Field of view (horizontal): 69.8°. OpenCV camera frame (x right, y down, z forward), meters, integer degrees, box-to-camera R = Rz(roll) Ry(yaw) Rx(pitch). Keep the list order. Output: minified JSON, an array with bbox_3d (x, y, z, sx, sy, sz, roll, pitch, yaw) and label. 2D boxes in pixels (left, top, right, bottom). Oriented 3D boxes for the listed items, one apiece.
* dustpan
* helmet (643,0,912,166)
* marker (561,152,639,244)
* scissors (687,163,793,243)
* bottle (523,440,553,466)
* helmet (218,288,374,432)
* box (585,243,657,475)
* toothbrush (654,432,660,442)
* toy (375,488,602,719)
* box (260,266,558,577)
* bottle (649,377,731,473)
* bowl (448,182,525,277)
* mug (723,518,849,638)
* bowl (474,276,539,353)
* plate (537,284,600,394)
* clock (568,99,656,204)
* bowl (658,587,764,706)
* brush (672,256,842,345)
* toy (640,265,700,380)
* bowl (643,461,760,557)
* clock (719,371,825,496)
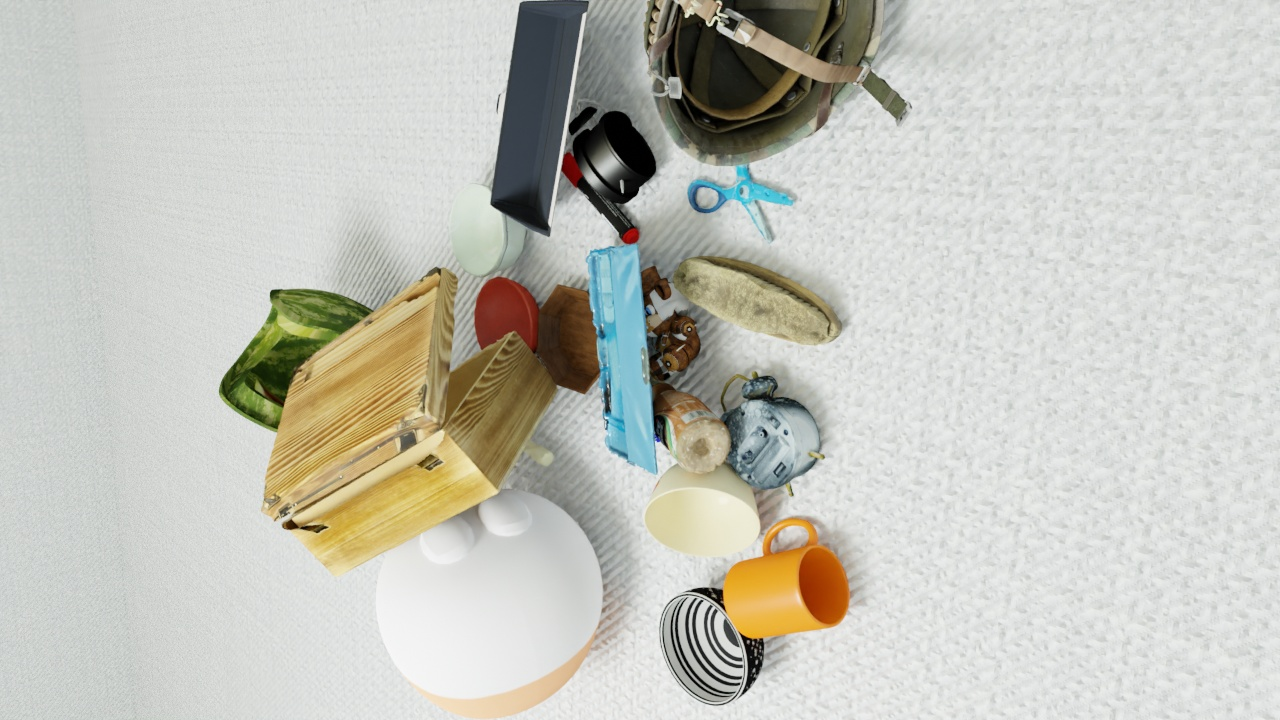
[{"bbox_3d":[-0.127,-0.282,1.040,0.273,0.080,0.236,-113,33,-72],"label":"dustpan"},{"bbox_3d":[0.099,-0.269,0.759,0.224,0.192,0.236,-69,24,11],"label":"helmet"},{"bbox_3d":[-0.048,-0.184,1.050,0.145,0.021,0.024,52,137,25],"label":"marker"},{"bbox_3d":[0.094,-0.167,0.919,0.128,0.012,0.137,-35,74,42],"label":"scissors"},{"bbox_3d":[-0.179,0.094,1.215,0.185,0.045,0.045,26,115,39],"label":"bottle"},{"bbox_3d":[-0.451,0.016,1.339,0.213,0.247,0.243,-57,15,9],"label":"helmet"},{"bbox_3d":[-0.014,-0.005,0.963,0.174,0.033,0.231,-162,66,-73],"label":"box"},{"bbox_3d":[-0.006,0.006,1.046,0.015,0.016,0.186,-31,76,46],"label":"toothbrush"},{"bbox_3d":[-0.179,0.295,1.107,0.266,0.262,0.281,41,143,47],"label":"toy"},{"bbox_3d":[-0.293,0.075,1.071,0.280,0.257,0.221,-28,111,26],"label":"box"},{"bbox_3d":[0.038,0.058,0.949,0.167,0.059,0.059,-133,47,-65],"label":"bottle"},{"bbox_3d":[-0.186,-0.165,1.162,0.118,0.061,0.117,10,104,43],"label":"bowl"},{"bbox_3d":[0.143,0.211,0.902,0.096,0.077,0.112,-26,51,44],"label":"mug"},{"bbox_3d":[-0.165,-0.048,1.181,0.122,0.035,0.122,10,104,44],"label":"bowl"},{"bbox_3d":[-0.075,-0.027,1.101,0.131,0.025,0.131,10,104,44],"label":"plate"},{"bbox_3d":[-0.031,-0.227,0.978,0.043,0.091,0.120,-33,78,32],"label":"clock"},{"bbox_3d":[0.085,0.295,0.971,0.120,0.066,0.120,10,104,44],"label":"bowl"},{"bbox_3d":[0.109,-0.060,0.899,0.195,0.043,0.059,28,117,37],"label":"brush"},{"bbox_3d":[0.025,-0.042,0.974,0.112,0.067,0.087,61,158,1],"label":"toy"},{"bbox_3d":[0.066,0.139,0.950,0.118,0.118,0.073,-45,24,40],"label":"bowl"},{"bbox_3d":[0.121,0.069,0.905,0.129,0.052,0.090,51,129,25],"label":"clock"}]
